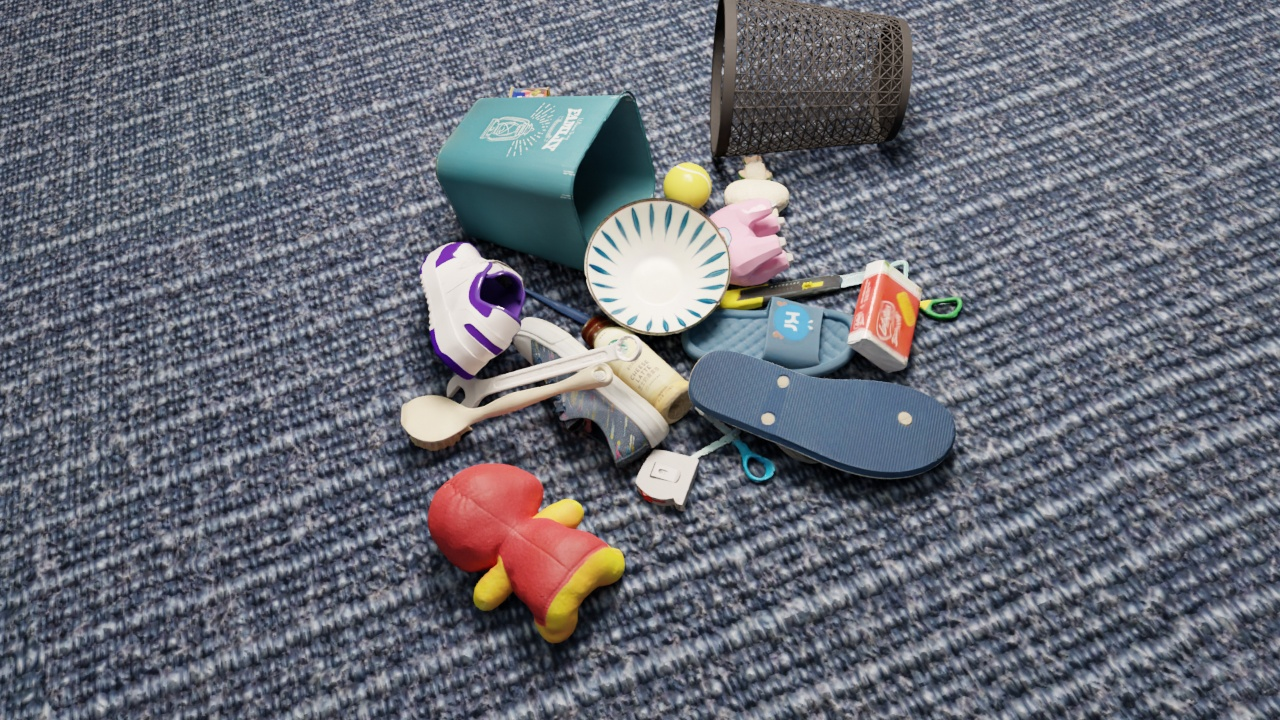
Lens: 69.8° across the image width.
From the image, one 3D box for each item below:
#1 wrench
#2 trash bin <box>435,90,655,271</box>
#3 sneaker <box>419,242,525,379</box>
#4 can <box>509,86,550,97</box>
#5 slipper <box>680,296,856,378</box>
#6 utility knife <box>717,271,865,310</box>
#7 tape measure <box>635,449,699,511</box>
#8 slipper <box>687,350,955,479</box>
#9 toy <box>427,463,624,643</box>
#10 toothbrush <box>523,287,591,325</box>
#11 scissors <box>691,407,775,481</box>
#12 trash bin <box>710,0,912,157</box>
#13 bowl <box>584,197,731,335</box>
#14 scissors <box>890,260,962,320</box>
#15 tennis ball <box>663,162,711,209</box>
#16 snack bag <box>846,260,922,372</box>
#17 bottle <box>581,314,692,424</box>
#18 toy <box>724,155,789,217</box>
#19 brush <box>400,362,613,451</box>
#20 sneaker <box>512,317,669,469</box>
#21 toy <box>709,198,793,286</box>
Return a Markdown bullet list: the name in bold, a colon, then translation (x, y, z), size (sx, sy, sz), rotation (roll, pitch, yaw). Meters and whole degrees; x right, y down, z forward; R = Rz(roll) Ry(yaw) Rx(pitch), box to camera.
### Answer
- **wrench**: translation (-0.116, 0.014, 1.050), size (0.274, 0.009, 0.047), rotation (-15, 80, 29)
- **trash bin**: translation (-0.124, -0.239, 1.203), size (0.219, 0.199, 0.196), rotation (13, 57, 23)
- **sneaker**: translation (-0.196, -0.091, 1.119), size (0.111, 0.092, 0.243), rotation (-35, 39, 15)
- **can**: translation (-0.165, -0.364, 1.371), size (0.059, 0.054, 0.099), rotation (-2, 55, 4)
- **slipper**: translation (0.154, -0.028, 1.095), size (0.214, 0.059, 0.103), rotation (1, 58, 9)
- **utility knife**: translation (0.196, -0.090, 1.158), size (0.203, 0.020, 0.028), rotation (-11, 56, -2)
- **tape measure**: translation (0.030, 0.131, 1.020), size (0.062, 0.020, 0.060), rotation (14, 58, 16)
- **slipper**: translation (0.196, 0.065, 1.024), size (0.295, 0.060, 0.118), rotation (16, 61, 11)
- **toy**: translation (-0.129, 0.185, 0.959), size (0.216, 0.099, 0.147), rotation (33, 57, 20)
- **toothbrush**: translation (-0.103, -0.070, 1.179), size (0.190, 0.017, 0.016), rotation (27, 63, 23)
- **scissors**: translation (0.114, 0.083, 1.050), size (0.127, 0.014, 0.133), rotation (34, 69, 31)
- **trash bin**: translation (0.226, -0.386, 1.255), size (0.243, 0.217, 0.216), rotation (2, 55, 0)
- **bowl**: translation (0.021, -0.107, 1.138), size (0.177, 0.071, 0.177), rotation (0, 75, 0)
- **scissors**: translation (0.331, -0.074, 1.134), size (0.125, 0.011, 0.131), rotation (-5, 57, 4)
- **tennis ball**: translation (0.064, -0.235, 1.245), size (0.065, 0.065, 0.065), rotation (-3, 55, 4)
- **snack bag**: translation (0.289, -0.052, 1.080), size (0.077, 0.036, 0.115), rotation (32, 63, -24)
- **bottle**: translation (-0.006, 0.006, 1.090), size (0.056, 0.057, 0.162), rotation (-37, 59, -19)
- **toy**: translation (0.156, -0.224, 1.236), size (0.087, 0.050, 0.112), rotation (-1, 47, 1)
- **brush**: translation (-0.152, 0.048, 1.035), size (0.273, 0.077, 0.062), rotation (-15, 72, 21)
- **sneaker**: translation (-0.077, 0.036, 1.064), size (0.235, 0.087, 0.079), rotation (37, 72, 24)
- **toy**: translation (0.109, -0.148, 1.172), size (0.158, 0.067, 0.123), rotation (-15, 61, 17)
